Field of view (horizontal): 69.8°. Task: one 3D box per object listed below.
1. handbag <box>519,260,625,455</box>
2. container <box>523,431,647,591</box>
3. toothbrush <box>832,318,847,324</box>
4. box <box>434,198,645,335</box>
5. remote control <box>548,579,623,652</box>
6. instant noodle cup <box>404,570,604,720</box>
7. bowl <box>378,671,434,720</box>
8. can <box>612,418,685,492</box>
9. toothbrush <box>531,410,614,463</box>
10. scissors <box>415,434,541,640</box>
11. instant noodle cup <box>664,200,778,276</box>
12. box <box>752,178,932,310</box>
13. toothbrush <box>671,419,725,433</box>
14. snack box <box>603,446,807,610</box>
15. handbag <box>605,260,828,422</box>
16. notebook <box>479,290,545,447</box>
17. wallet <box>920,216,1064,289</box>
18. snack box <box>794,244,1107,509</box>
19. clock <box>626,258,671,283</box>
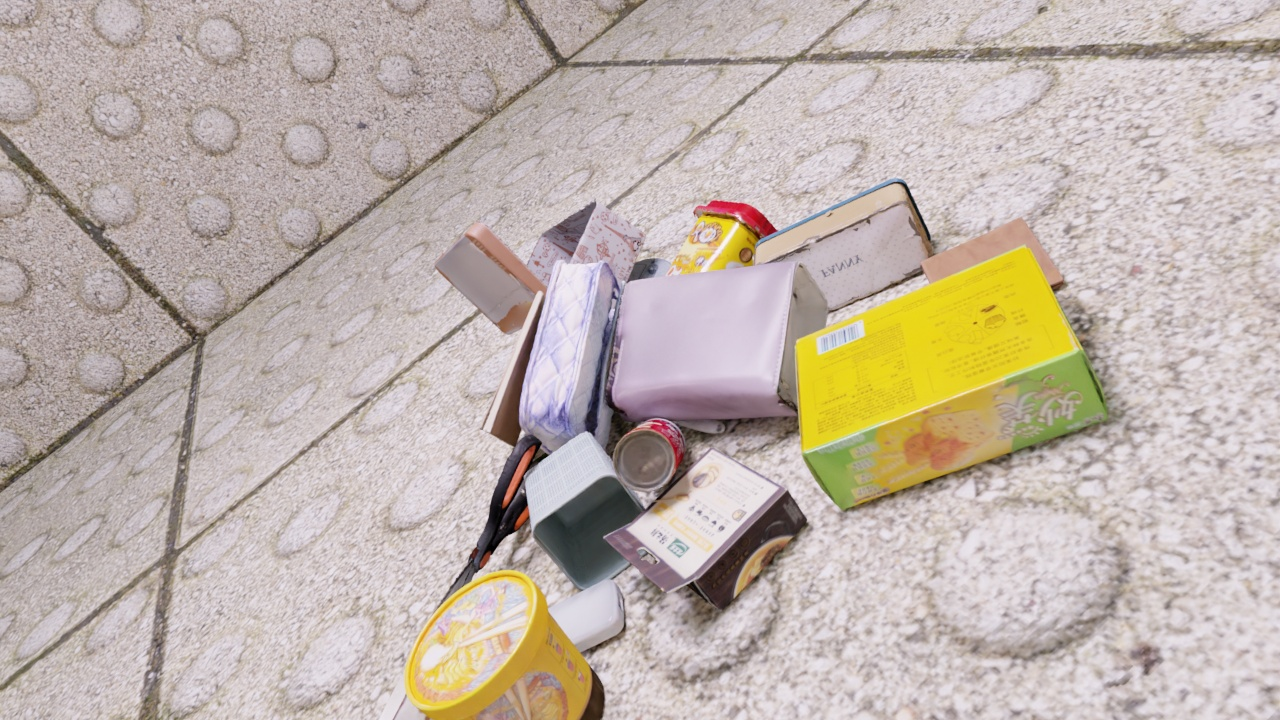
[{"bbox_3d":[-0.060,0.002,0.948,0.076,0.134,0.193,6,70,14],"label":"handbag"},{"bbox_3d":[-0.050,0.133,0.840,0.090,0.090,0.111,-36,24,-1],"label":"container"},{"bbox_3d":[0.137,-0.011,0.932,0.181,0.018,0.015,-18,37,33],"label":"toothbrush"},{"bbox_3d":[-0.136,-0.122,1.112,0.183,0.193,0.156,-15,47,60],"label":"box"},{"bbox_3d":[-0.075,0.234,0.778,0.136,0.020,0.055,-30,29,11],"label":"remote control"},{"bbox_3d":[-0.096,0.239,0.690,0.119,0.114,0.118,-27,29,16],"label":"instant noodle cup"},{"bbox_3d":[-0.172,0.288,0.739,0.113,0.062,0.113,-57,8,12],"label":"bowl"},{"bbox_3d":[0.011,0.082,0.825,0.053,0.053,0.132,-32,-3,6],"label":"can"},{"bbox_3d":[-0.081,0.094,1.018,0.186,0.012,0.017,-35,32,1],"label":"toothbrush"},{"bbox_3d":[-0.147,0.165,0.882,0.022,0.211,0.221,25,33,14],"label":"scissors"},{"bbox_3d":[0.093,-0.101,1.032,0.123,0.116,0.116,-53,30,-8],"label":"instant noodle cup"},{"bbox_3d":[0.209,-0.110,0.928,0.185,0.090,0.059,-22,29,20],"label":"box"},{"bbox_3d":[0.020,0.053,0.948,0.180,0.016,0.016,11,57,48],"label":"toothbrush"},{"bbox_3d":[0.051,0.138,0.750,0.125,0.053,0.113,-43,28,-12],"label":"snack box"},{"bbox_3d":[0.073,-0.010,0.894,0.197,0.098,0.144,-4,55,34],"label":"handbag"},{"bbox_3d":[-0.127,0.016,1.000,0.211,0.012,0.149,97,-167,-81],"label":"notebook"},{"bbox_3d":[0.315,-0.079,0.832,0.101,0.020,0.115,-25,32,19],"label":"wallet"},{"bbox_3d":[0.232,0.012,0.725,0.210,0.070,0.157,-24,29,22],"label":"snack box"},{"bbox_3d":[0.022,-0.078,1.114,0.122,0.055,0.081,6,51,31],"label":"clock"}]
